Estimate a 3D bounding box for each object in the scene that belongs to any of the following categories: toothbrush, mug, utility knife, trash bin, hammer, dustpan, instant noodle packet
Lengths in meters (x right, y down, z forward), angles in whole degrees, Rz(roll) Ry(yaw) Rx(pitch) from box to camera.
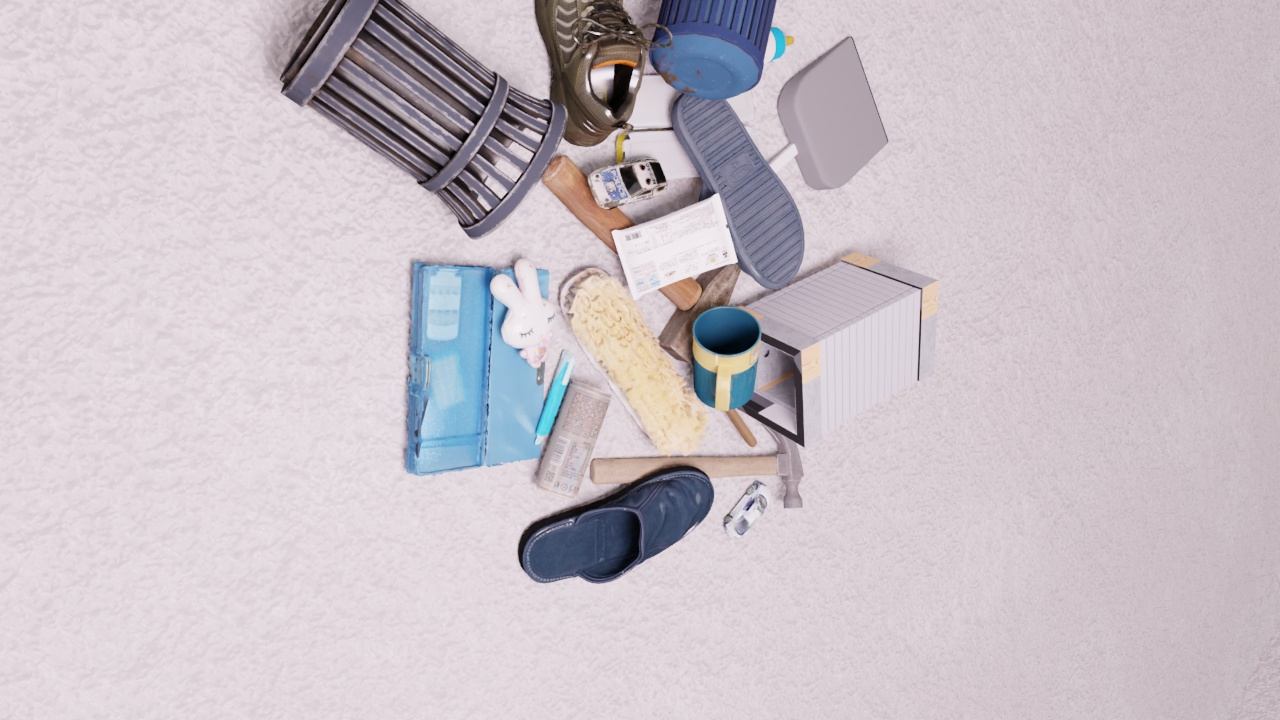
[{"bbox_3d":[0.109,0.049,1.218,0.016,0.016,0.167,-43,108,-26],"label":"toothbrush"},{"bbox_3d":[0.102,0.010,1.124,0.107,0.083,0.113,90,7,-48],"label":"mug"},{"bbox_3d":[-0.103,0.045,1.089,0.022,0.015,0.116,30,78,-44],"label":"utility knife"},{"bbox_3d":[0.255,-0.022,1.221,0.246,0.142,0.143,-25,124,-27],"label":"trash bin"},{"bbox_3d":[0.095,-0.430,1.032,0.139,0.139,0.249,20,76,-34],"label":"trash bin"},{"bbox_3d":[-0.001,-0.143,1.112,0.300,0.037,0.157,39,77,-32],"label":"hammer"},{"bbox_3d":[0.082,0.144,1.223,0.330,0.031,0.119,2,82,-28],"label":"hammer"},{"bbox_3d":[0.236,-0.304,1.241,0.256,0.033,0.163,-44,120,-30],"label":"dustpan"},{"bbox_3d":[0.042,-0.134,1.083,0.134,0.026,0.087,-21,111,-5],"label":"instant noodle packet"},{"bbox_3d":[-0.211,-0.249,0.886,0.227,0.164,0.164,34,80,-29],"label":"trash bin"}]

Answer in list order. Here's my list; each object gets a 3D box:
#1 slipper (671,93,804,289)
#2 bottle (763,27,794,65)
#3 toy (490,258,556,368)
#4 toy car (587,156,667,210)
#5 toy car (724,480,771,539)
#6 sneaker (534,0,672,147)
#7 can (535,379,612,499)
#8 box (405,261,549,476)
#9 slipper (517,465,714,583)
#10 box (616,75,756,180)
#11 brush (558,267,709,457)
[{"bbox_3d":[0.113,-0.210,1.135,0.101,0.083,0.263,-34,103,-17],"label":"slipper"},{"bbox_3d":[0.137,-0.391,1.148,0.146,0.051,0.051,-20,109,-29],"label":"bottle"},{"bbox_3d":[-0.125,-0.047,1.025,0.075,0.037,0.125,-38,124,-42],"label":"toy"},{"bbox_3d":[-0.011,-0.205,1.051,0.112,0.041,0.048,-24,92,-40],"label":"toy car"},{"bbox_3d":[0.153,0.211,1.285,0.089,0.027,0.039,-49,119,-16],"label":"toy car"},{"bbox_3d":[-0.042,-0.353,0.982,0.100,0.143,0.238,-10,104,-31],"label":"sneaker"},{"bbox_3d":[-0.080,0.094,1.095,0.054,0.054,0.135,21,87,-34],"label":"can"},{"bbox_3d":[-0.177,0.009,1.030,0.174,0.033,0.231,-2,100,-41],"label":"box"},{"bbox_3d":[-0.013,0.216,1.128,0.265,0.083,0.109,-16,113,-23],"label":"slipper"},{"bbox_3d":[0.057,-0.289,1.133,0.209,0.034,0.129,-12,102,-31],"label":"box"},{"bbox_3d":[-0.006,0.006,1.120,0.083,0.056,0.271,-36,117,-7],"label":"brush"}]
